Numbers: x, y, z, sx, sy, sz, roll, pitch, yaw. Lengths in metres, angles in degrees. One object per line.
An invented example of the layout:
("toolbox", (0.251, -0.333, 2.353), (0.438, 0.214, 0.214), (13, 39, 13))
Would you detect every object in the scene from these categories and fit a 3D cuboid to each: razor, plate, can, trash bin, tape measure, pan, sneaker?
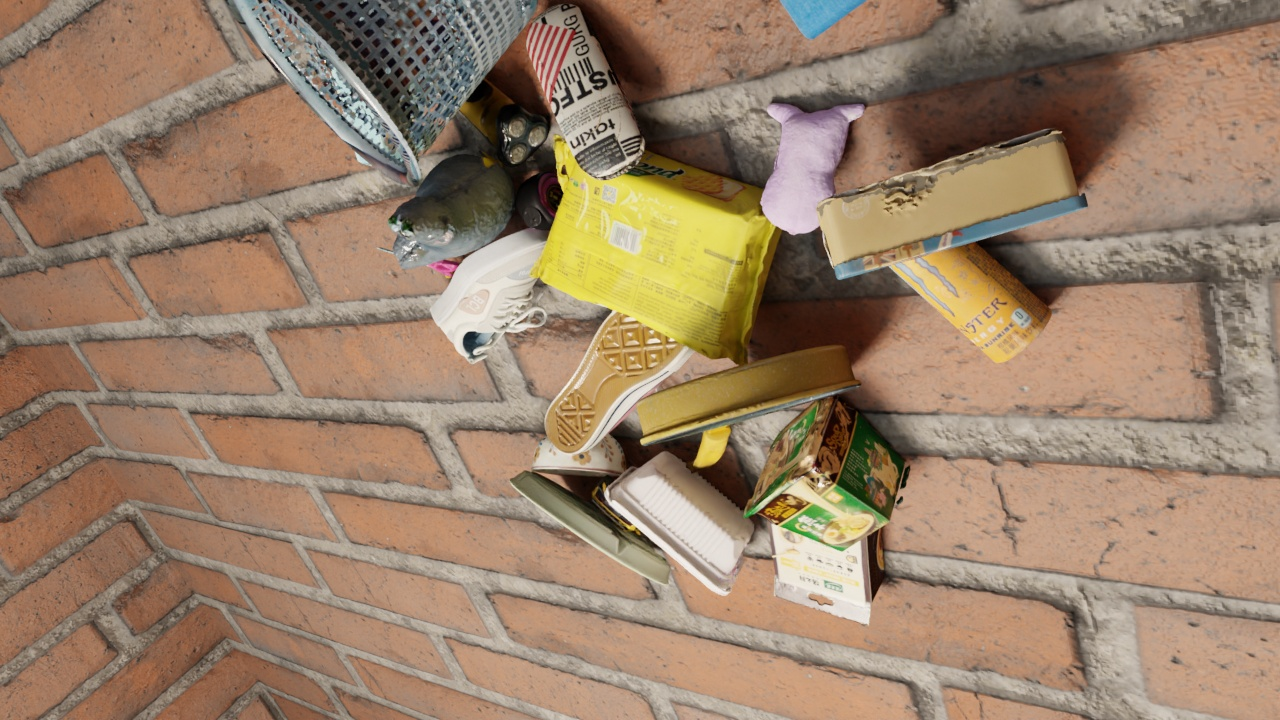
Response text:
("razor", (-0.165, -0.263, 0.907), (0.167, 0.062, 0.068), (43, 171, 10))
("plate", (-0.057, 0.199, 1.115), (0.230, 0.027, 0.230), (34, 174, 4))
("can", (0.249, -0.066, 0.721), (0.146, 0.058, 0.058), (43, 139, 3))
("trash bin", (-0.202, -0.294, 0.774), (0.226, 0.195, 0.227), (41, 168, 11))
("tape measure", (-0.097, -0.160, 0.928), (0.039, 0.057, 0.058), (-14, 81, 43))
("pan", (0.084, 0.062, 0.882), (0.358, 0.197, 0.078), (134, 122, -77))
("sneaker", (-0.160, -0.065, 1.026), (0.243, 0.089, 0.090), (-33, 83, 52))
("sneaker", (-0.006, 0.006, 0.965), (0.118, 0.087, 0.242), (48, 116, 15))

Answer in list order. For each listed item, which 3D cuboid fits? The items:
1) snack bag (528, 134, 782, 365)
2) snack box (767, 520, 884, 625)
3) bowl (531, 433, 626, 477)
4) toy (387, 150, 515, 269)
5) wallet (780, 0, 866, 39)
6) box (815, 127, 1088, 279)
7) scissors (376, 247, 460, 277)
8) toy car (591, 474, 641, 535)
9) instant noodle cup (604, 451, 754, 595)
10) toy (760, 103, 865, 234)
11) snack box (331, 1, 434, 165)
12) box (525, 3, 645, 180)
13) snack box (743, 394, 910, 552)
("snack bag", (0.010, -0.106, 0.845), (0.247, 0.068, 0.158), (24, 115, 23))
("snack box", (0.197, 0.207, 0.983), (0.113, 0.053, 0.126), (11, 129, 33))
("bowl", (-0.072, 0.106, 1.101), (0.114, 0.113, 0.062), (-9, 73, 43))
("toy", (-0.191, -0.151, 0.924), (0.091, 0.138, 0.356), (62, 176, -13))
("wallet", (0.140, -0.303, 0.640), (0.133, 0.040, 0.106), (-24, 110, 46))
("box", (0.219, -0.109, 0.645), (0.184, 0.089, 0.062), (-14, 92, 16))
("scissors", (-0.239, -0.109, 1.048), (0.134, 0.133, 0.017), (14, 88, 48))
("toy car", (-0.020, 0.176, 1.092), (0.071, 0.041, 0.156), (40, 175, 10))
("instant noodle cup", (0.055, 0.170, 1.026), (0.173, 0.137, 0.060), (41, 104, 7))
("toy", (0.129, -0.156, 0.740), (0.084, 0.038, 0.108), (14, 97, 34))
("snack box", (-0.273, -0.294, 0.951), (0.052, 0.074, 0.175), (17, 131, 29))
("box", (-0.051, -0.236, 0.799), (0.072, 0.060, 0.164), (-33, 78, 34))
("snack box", (0.184, 0.117, 0.889), (0.105, 0.118, 0.118), (35, 138, -3))
